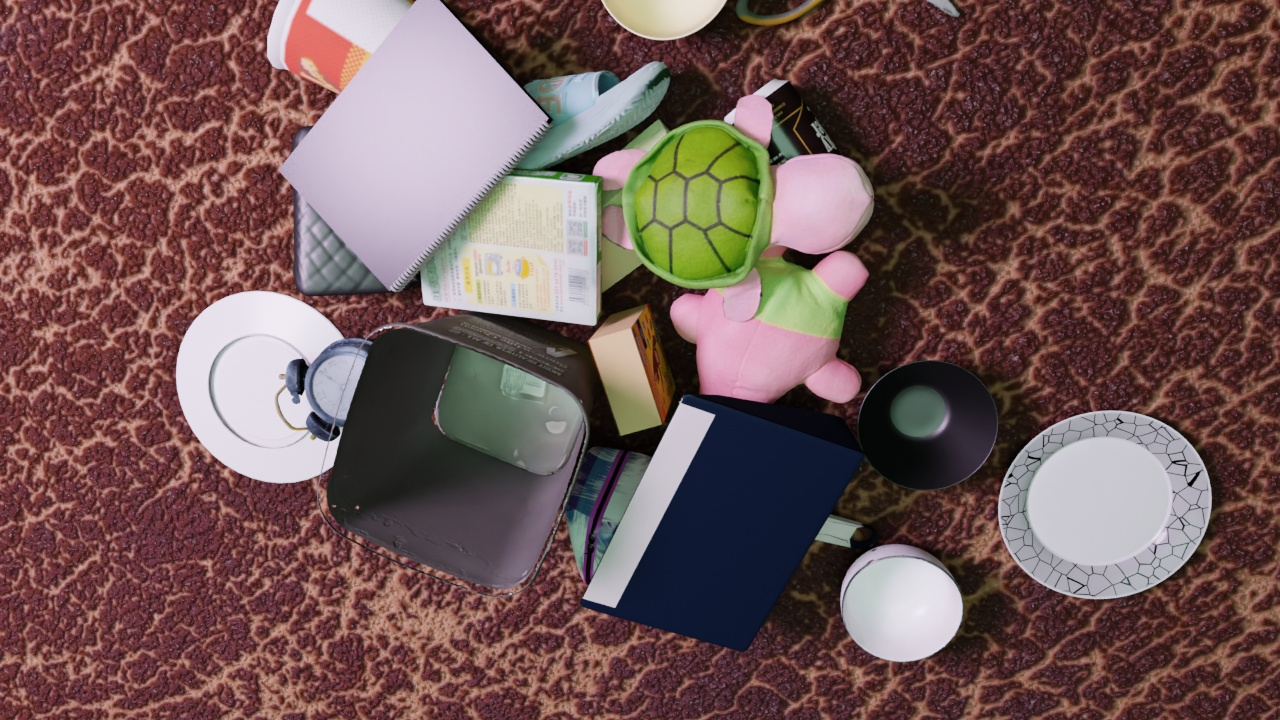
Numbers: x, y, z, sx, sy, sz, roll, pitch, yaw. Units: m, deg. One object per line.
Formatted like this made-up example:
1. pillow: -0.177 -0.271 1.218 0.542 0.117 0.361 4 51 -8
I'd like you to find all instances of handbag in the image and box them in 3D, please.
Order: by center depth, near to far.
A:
1. handbag: -0.261 -0.136 0.875 0.125 0.115 0.153 0 92 -9
2. handbag: -0.029 0.175 0.894 0.068 0.144 0.170 12 131 12

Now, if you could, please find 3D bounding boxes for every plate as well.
1. plate: 0.438 0.136 0.874 0.189 0.016 0.189 2 104 7
2. plate: -0.391 0.032 0.959 0.209 0.015 0.209 2 104 7

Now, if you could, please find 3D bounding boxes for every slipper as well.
1. slipper: -0.089 -0.210 0.820 0.246 0.103 0.074 -22 102 16

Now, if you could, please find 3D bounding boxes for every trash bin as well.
1. trash bin: -0.138 0.058 0.826 0.197 0.219 0.198 22 105 2

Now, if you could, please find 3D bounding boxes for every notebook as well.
1. notebook: -0.192 -0.179 0.773 0.207 0.016 0.149 -43 90 18

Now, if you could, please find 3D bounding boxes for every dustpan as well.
1. dustpan: 0.111 0.151 0.851 0.273 0.080 0.237 19 113 -14

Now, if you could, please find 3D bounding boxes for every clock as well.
1. clock: -0.302 0.028 0.921 0.129 0.052 0.090 -24 101 1

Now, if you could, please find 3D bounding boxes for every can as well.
1. can: 0.134 -0.179 0.811 0.072 0.071 0.128 -36 97 14

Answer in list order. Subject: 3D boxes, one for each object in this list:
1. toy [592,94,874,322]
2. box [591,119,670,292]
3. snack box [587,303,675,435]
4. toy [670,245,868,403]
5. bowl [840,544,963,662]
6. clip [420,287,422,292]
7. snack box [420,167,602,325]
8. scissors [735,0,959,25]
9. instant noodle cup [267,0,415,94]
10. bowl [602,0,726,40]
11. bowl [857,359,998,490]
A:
1. toy: 0.072 -0.128 0.761 0.238 0.087 0.190 8 95 19
2. box: -0.033 -0.136 0.858 0.188 0.091 0.083 -34 62 13
3. snack box: -0.005 0.005 0.845 0.040 0.125 0.088 -16 101 11
4. toy: 0.108 -0.007 0.843 0.192 0.096 0.237 27 107 13
5. bowl: 0.251 0.228 0.896 0.113 0.063 0.113 2 105 6
6. clip: -0.191 -0.085 0.904 0.024 0.045 0.062 40 86 -4
7. snack box: -0.116 -0.104 0.811 0.168 0.027 0.132 7 119 11
8. scissors: 0.181 -0.373 0.787 0.225 0.016 0.225 -15 101 10
9. instant noodle cup: -0.242 -0.284 0.817 0.121 0.123 0.123 31 105 -8
10. bowl: 0.024 -0.333 0.787 0.118 0.074 0.118 2 103 7
11. bowl: 0.264 0.054 0.859 0.124 0.052 0.124 2 103 7
